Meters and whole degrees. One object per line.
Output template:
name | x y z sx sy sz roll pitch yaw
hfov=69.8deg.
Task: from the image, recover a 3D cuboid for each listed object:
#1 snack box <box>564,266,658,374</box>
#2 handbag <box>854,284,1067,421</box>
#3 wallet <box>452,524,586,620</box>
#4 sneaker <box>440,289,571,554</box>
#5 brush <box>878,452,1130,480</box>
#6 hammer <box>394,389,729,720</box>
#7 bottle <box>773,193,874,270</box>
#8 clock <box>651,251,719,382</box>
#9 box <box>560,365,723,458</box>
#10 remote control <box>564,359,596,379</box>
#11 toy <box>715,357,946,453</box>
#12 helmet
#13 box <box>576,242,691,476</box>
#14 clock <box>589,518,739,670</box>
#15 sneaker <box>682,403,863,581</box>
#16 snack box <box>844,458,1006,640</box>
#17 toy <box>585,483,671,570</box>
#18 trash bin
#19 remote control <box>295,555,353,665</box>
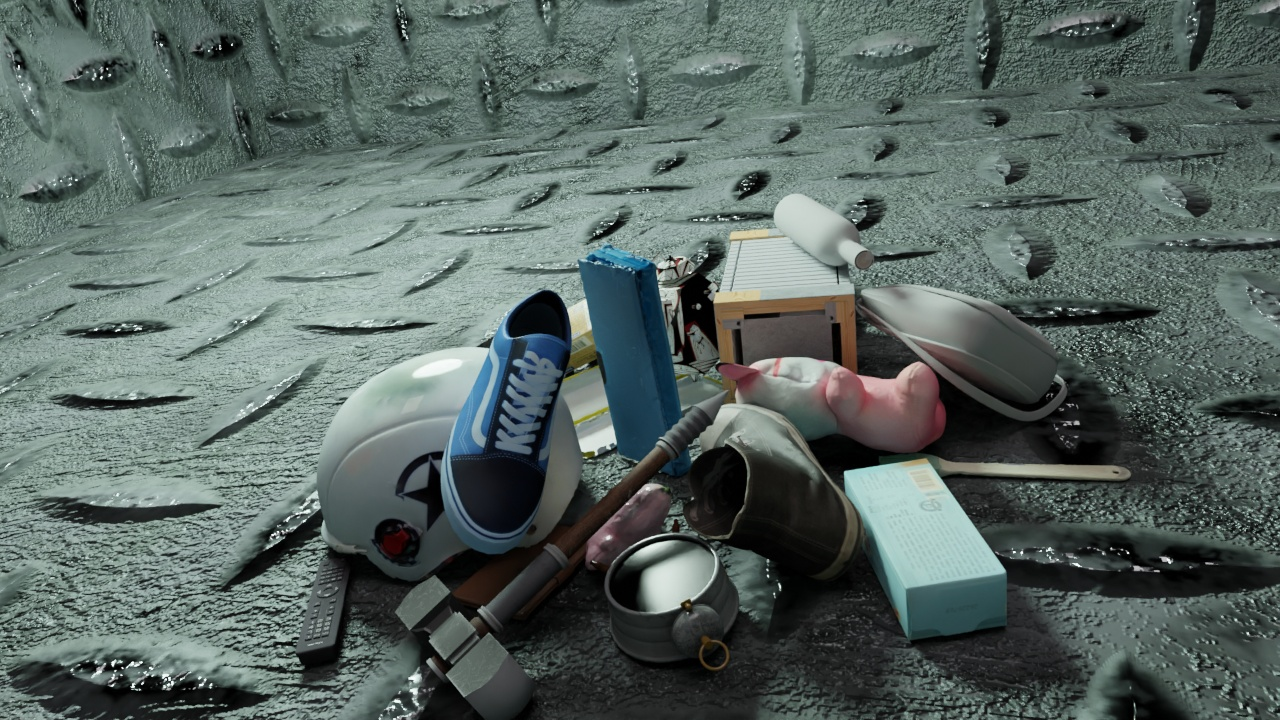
snack box | -0.053 -0.042 1.127 0.207 0.057 0.056 -26 50 19
handbag | 0.319 -0.019 0.984 0.215 0.095 0.223 25 2 -33
wallet | -0.098 0.182 0.806 0.088 0.013 0.120 3 26 34
sneaker | -0.103 0.034 0.749 0.083 0.098 0.240 17 47 -11
brush | 0.332 0.101 0.848 0.218 0.012 0.033 0 25 15
hammer | -0.039 0.130 0.733 0.321 0.043 0.156 -42 36 -18
bottle | 0.205 -0.138 1.011 0.052 0.052 0.195 -12 24 -8
clock | 0.049 -0.054 1.033 0.065 0.155 0.114 -2 50 34
box | -0.012 0.043 1.061 0.209 0.039 0.130 -22 41 -29
remote control | -0.077 0.014 1.175 0.046 0.009 0.124 -9 24 -2
toy | 0.185 0.043 0.899 0.213 0.084 0.142 6 -15 24
helmet | -0.195 0.076 0.882 0.264 0.164 0.236 -9 21 7
box | -0.006 0.006 0.902 0.048 0.232 0.093 -24 31 -24
clock | 0.027 0.187 0.700 0.103 0.056 0.148 -24 27 -14
sneaker | 0.083 0.094 0.796 0.119 0.095 0.234 23 19 -27
snack box | 0.222 0.145 0.734 0.075 0.053 0.174 -9 23 -1
toy | -0.013 0.147 0.797 0.093 0.050 0.102 -40 -11 -13
trash bin | 0.174 -0.051 1.072 0.142 0.142 0.246 -3 25 12
remote control | -0.270 0.212 0.793 0.032 0.015 0.136 -11 22 -6
